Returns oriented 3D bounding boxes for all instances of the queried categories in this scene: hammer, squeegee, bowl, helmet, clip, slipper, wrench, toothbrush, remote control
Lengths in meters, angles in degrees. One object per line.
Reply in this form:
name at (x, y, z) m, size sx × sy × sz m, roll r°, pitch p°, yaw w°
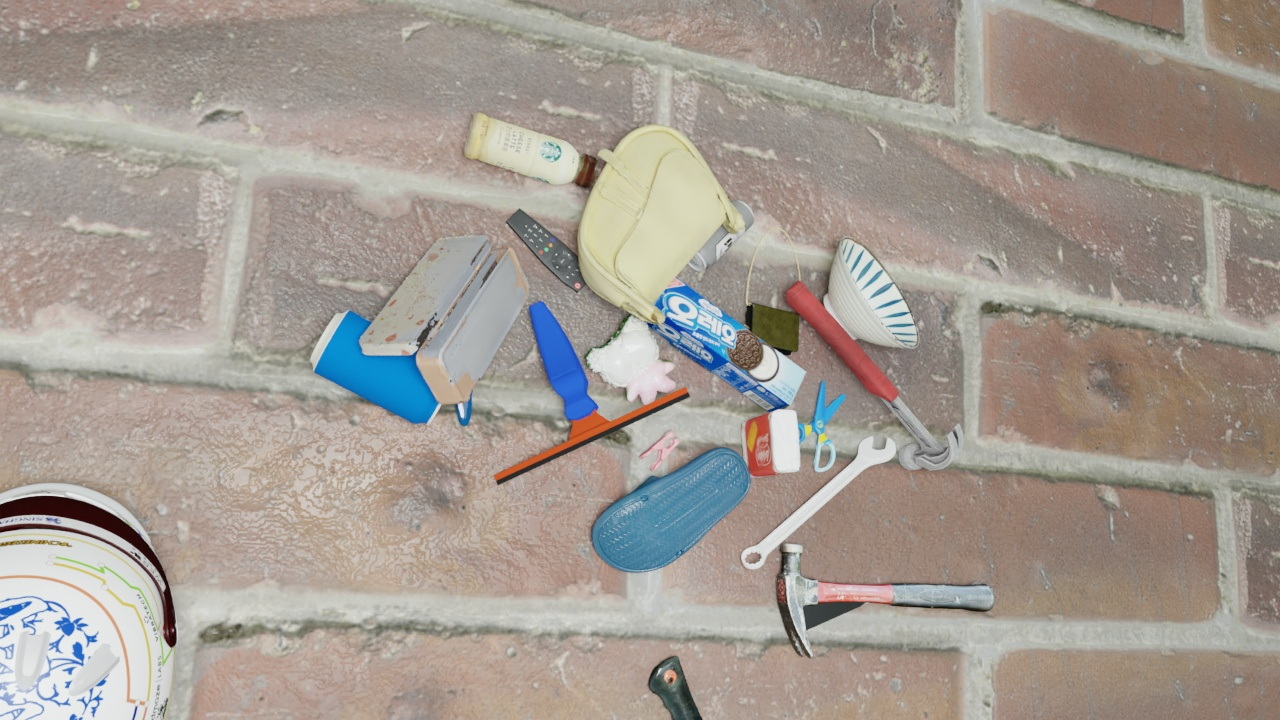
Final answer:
hammer at (0.095, 0.515, 1.100) m, size 0.132 × 0.033 × 0.333 m, roll -25°, pitch 89°, yaw -20°
squeegee at (-0.090, 0.014, 1.104) m, size 0.249 × 0.055 × 0.184 m, roll -25°, pitch 79°, yaw 4°
bowl at (0.298, -0.076, 1.241) m, size 0.177 × 0.071 × 0.177 m, roll 36°, pitch 34°, yaw -30°
hammer at (0.305, 0.019, 1.216) m, size 0.036 × 0.126 × 0.315 m, roll -43°, pitch 94°, yaw -22°
helmet at (-0.536, 0.263, 0.805) m, size 0.230 × 0.236 × 0.314 m, roll -2°, pitch 81°, yaw -23°
hammer at (0.330, 0.321, 1.218) m, size 0.325 × 0.036 × 0.140 m, roll 6°, pitch 77°, yaw -19°
clip at (0.022, 0.108, 1.152) m, size 0.058 × 0.022 × 0.037 m, roll -42°, pitch 93°, yaw -27°
slipper at (0.040, 0.183, 1.126) m, size 0.213 × 0.059 × 0.104 m, roll -30°, pitch 101°, yaw -10°
wrench at (0.235, 0.183, 1.206) m, size 0.272 × 0.047 × 0.009 m, roll -36°, pitch 131°, yaw -20°
toothbrush at (-0.211, 0.012, 1.087) m, size 0.021 × 0.016 × 0.132 m, roll -1°, pitch 80°, yaw -19°
remote control at (-0.114, -0.138, 1.151) m, size 0.124 × 0.010 × 0.039 m, roll 43°, pitch 69°, yaw -8°

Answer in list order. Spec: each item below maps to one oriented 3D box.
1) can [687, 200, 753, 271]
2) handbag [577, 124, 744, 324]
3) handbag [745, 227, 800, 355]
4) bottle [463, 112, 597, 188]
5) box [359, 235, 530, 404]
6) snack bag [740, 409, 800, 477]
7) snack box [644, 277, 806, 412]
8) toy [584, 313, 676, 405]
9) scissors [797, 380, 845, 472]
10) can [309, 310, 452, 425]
can at (0.104, -0.166, 1.218) m, size 0.044 × 0.044 × 0.106 m, roll 47°, pitch 69°, yaw -7°
handbag at (0.011, -0.172, 1.134) m, size 0.191 × 0.089 × 0.232 m, roll 35°, pitch 69°, yaw 11°
handbag at (0.181, -0.098, 1.249) m, size 0.084 × 0.027 × 0.177 m, roll 12°, pitch 71°, yaw -19°
bottle at (-0.134, -0.256, 1.141) m, size 0.162 × 0.057 × 0.056 m, roll 15°, pitch 76°, yaw -17°
box at (-0.213, -0.050, 1.038) m, size 0.105 × 0.096 × 0.215 m, roll 63°, pitch 31°, yaw -32°
snack bag at (0.162, 0.106, 1.152) m, size 0.036 × 0.116 × 0.077 m, roll -1°, pitch 80°, yaw -14°
snack box at (0.106, -0.019, 1.184) m, size 0.226 × 0.059 × 0.059 m, roll 35°, pitch 67°, yaw -10°
toy at (-0.007, 0.007, 1.146) m, size 0.095 × 0.041 × 0.109 m, roll -41°, pitch 90°, yaw -8°
scissors at (0.248, 0.092, 1.239) m, size 0.131 × 0.019 × 0.105 m, roll -44°, pitch 99°, yaw -20°
can at (-0.287, 0.009, 1.026) m, size 0.146 × 0.079 × 0.078 m, roll 29°, pitch 72°, yaw -13°
